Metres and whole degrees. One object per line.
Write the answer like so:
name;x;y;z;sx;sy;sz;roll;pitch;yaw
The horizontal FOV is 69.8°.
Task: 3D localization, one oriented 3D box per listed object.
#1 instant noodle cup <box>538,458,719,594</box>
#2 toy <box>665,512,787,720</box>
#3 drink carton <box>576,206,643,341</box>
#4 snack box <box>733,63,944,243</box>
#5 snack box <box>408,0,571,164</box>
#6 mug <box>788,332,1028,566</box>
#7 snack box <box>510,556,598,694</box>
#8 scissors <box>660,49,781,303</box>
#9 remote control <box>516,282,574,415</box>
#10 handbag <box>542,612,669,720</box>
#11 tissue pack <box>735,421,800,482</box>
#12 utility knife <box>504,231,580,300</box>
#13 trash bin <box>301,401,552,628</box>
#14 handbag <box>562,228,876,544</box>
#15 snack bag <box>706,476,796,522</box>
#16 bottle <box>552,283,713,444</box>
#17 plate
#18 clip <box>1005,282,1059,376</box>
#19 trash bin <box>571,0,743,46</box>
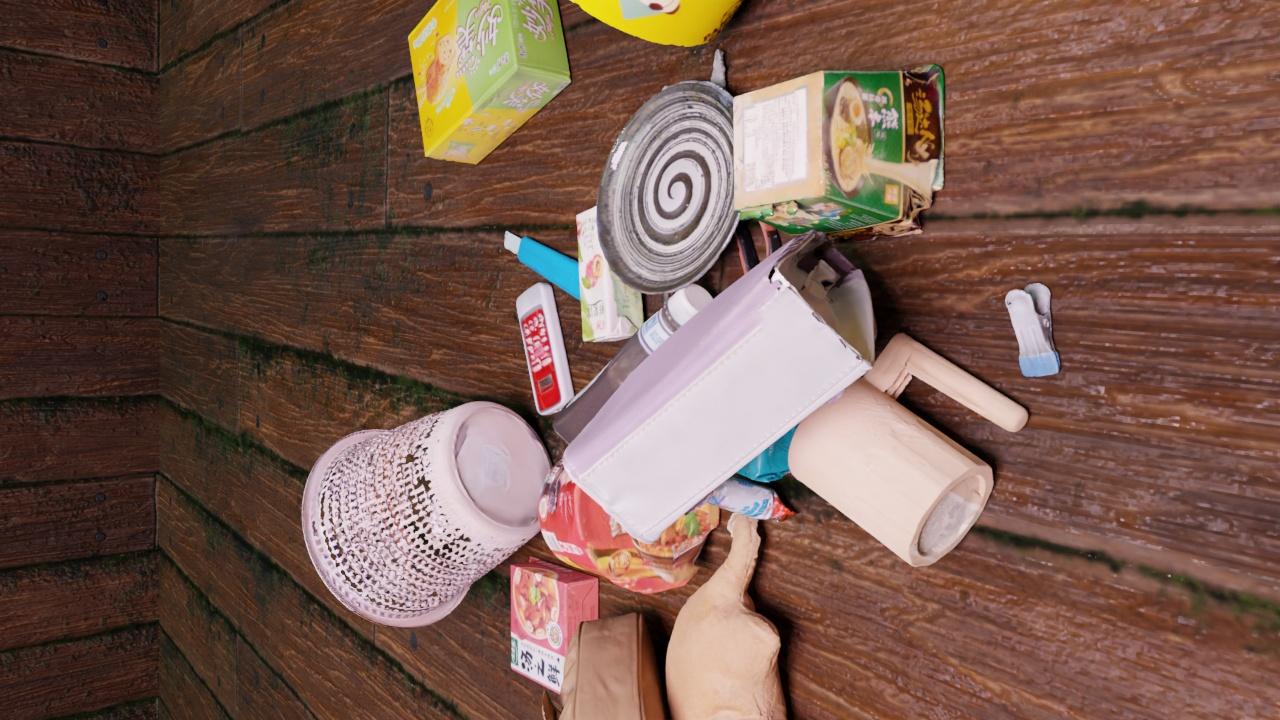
instant noodle cup;-0.019;0.125;0.787;0.109;0.137;0.138;-16;78;58
toy;0.069;0.238;0.727;0.144;0.082;0.225;-28;66;47
drink carton;-0.027;-0.080;0.852;0.054;0.045;0.122;-12;81;55
snack box;0.126;-0.143;0.619;0.118;0.105;0.117;0;90;49
snack box;-0.170;-0.330;0.997;0.211;0.069;0.157;-23;74;49
mug;0.174;0.056;0.599;0.124;0.084;0.103;-53;49;3
snack box;-0.097;0.271;0.948;0.127;0.044;0.113;1;92;51
scissors;0.058;-0.143;0.770;0.189;0.015;0.227;35;118;44
remote control;-0.101;-0.012;0.964;0.056;0.020;0.136;-27;71;48
handbag;-0.024;0.310;0.761;0.204;0.100;0.148;-89;-9;-74
tissue pack;0.084;0.023;0.717;0.093;0.050;0.133;19;105;50
utility knife;-0.098;-0.104;0.958;0.187;0.018;0.034;32;104;45
trash bin;-0.205;0.145;0.964;0.193;0.227;0.227;-30;68;33
handbag;0.057;0.013;0.602;0.098;0.144;0.197;43;119;-9
snack bag;0.071;0.102;0.702;0.045;0.105;0.026;14;84;61
bottle;-0.005;0.005;0.804;0.044;0.079;0.195;43;128;-1
plate;0.029;-0.142;0.764;0.180;0.024;0.179;-9;77;46
clip;0.239;-0.018;0.558;0.024;0.026;0.056;-9;97;53
trash bin;0.041;-0.381;0.635;0.256;0.229;0.229;-52;53;44
